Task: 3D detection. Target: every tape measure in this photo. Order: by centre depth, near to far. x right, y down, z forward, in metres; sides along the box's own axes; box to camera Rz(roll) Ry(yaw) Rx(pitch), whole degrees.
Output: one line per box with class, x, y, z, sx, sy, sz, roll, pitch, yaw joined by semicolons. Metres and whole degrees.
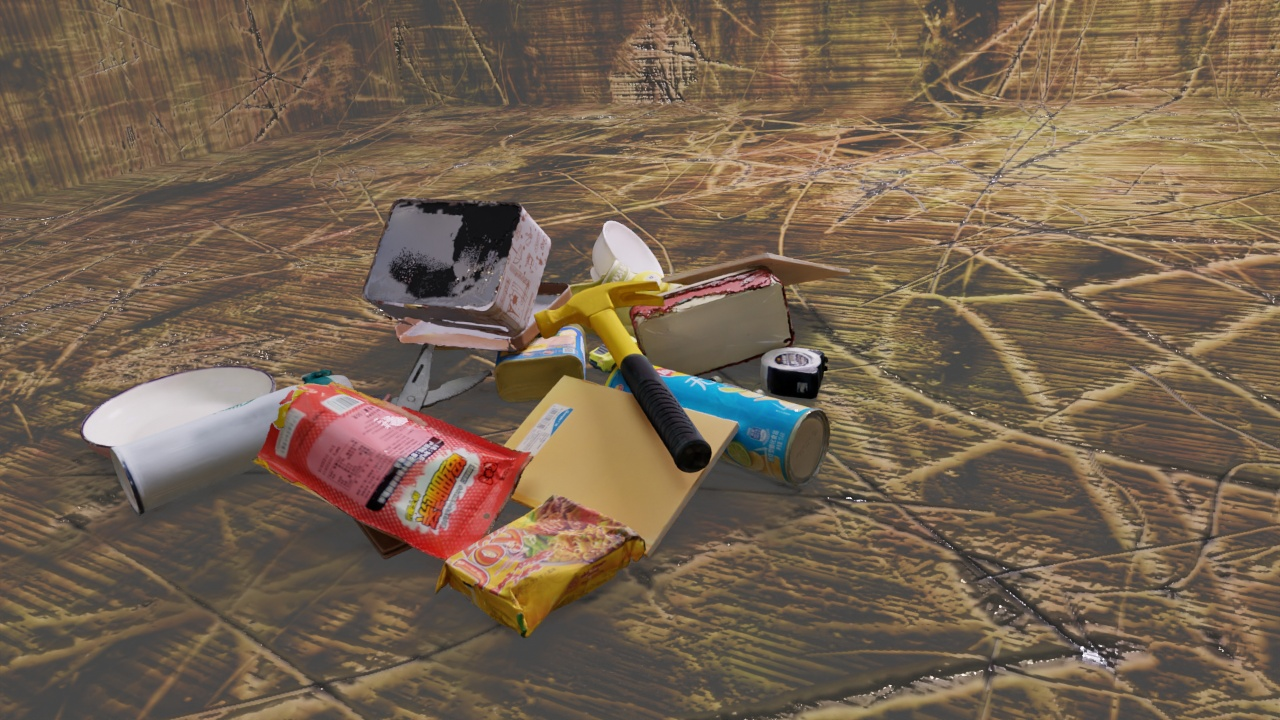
tape measure;0.160;0.012;0.967;0.066;0.034;0.065;7;24;20

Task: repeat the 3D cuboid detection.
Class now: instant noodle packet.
instant noodle packet;-0.078;0.151;0.689;0.111;0.044;0.128;12;29;43

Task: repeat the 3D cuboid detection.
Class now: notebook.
notebook;-0.034;0.083;0.808;0.207;0.010;0.145;13;53;37
notebook;0.145;-0.103;1.123;0.148;0.008;0.207;-10;-6;38

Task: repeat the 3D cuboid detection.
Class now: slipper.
slipper;-0.030;-0.077;1.137;0.191;0.082;0.091;3;47;21

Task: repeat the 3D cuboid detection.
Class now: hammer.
hammer;-0.005;0.005;0.850;0.128;0.033;0.300;-24;35;-7

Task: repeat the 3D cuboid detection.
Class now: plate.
plate;-0.487;0.062;0.983;0.192;0.039;0.192;-5;24;2

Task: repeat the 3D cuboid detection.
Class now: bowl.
bowl;-0.030;-0.127;1.270;0.065;0.118;0.118;-39;11;25

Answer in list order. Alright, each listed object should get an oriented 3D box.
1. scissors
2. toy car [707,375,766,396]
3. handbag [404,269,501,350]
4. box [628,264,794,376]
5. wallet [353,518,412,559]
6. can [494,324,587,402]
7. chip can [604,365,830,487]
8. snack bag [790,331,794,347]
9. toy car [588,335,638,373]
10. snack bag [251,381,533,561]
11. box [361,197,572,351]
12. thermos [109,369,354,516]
scissors;-0.239;0.053;0.906;0.224;0.015;0.189;-15;46;-28
toy car;0.083;0.043;0.907;0.091;0.036;0.043;15;29;41
handbag;-0.207;-0.058;1.193;0.179;0.063;0.163;17;29;12
box;0.078;-0.037;1.000;0.168;0.091;0.078;-17;23;-2
wallet;-0.203;0.116;0.800;0.101;0.020;0.115;-23;43;-32
can;-0.110;0.003;1.018;0.102;0.057;0.083;-6;26;-1
chip can;0.065;0.053;0.844;0.210;0.071;0.071;15;31;38
snack bag;0.127;-0.029;1.076;0.104;0.026;0.048;3;34;19
toy car;-0.010;-0.014;1.065;0.105;0.032;0.048;-17;26;-29
snack bag;-0.209;0.088;0.774;0.208;0.073;0.128;22;45;12
box;-0.184;-0.078;1.041;0.182;0.150;0.166;7;-16;24
thermos;-0.386;0.072;0.897;0.223;0.073;0.073;-24;30;-36
